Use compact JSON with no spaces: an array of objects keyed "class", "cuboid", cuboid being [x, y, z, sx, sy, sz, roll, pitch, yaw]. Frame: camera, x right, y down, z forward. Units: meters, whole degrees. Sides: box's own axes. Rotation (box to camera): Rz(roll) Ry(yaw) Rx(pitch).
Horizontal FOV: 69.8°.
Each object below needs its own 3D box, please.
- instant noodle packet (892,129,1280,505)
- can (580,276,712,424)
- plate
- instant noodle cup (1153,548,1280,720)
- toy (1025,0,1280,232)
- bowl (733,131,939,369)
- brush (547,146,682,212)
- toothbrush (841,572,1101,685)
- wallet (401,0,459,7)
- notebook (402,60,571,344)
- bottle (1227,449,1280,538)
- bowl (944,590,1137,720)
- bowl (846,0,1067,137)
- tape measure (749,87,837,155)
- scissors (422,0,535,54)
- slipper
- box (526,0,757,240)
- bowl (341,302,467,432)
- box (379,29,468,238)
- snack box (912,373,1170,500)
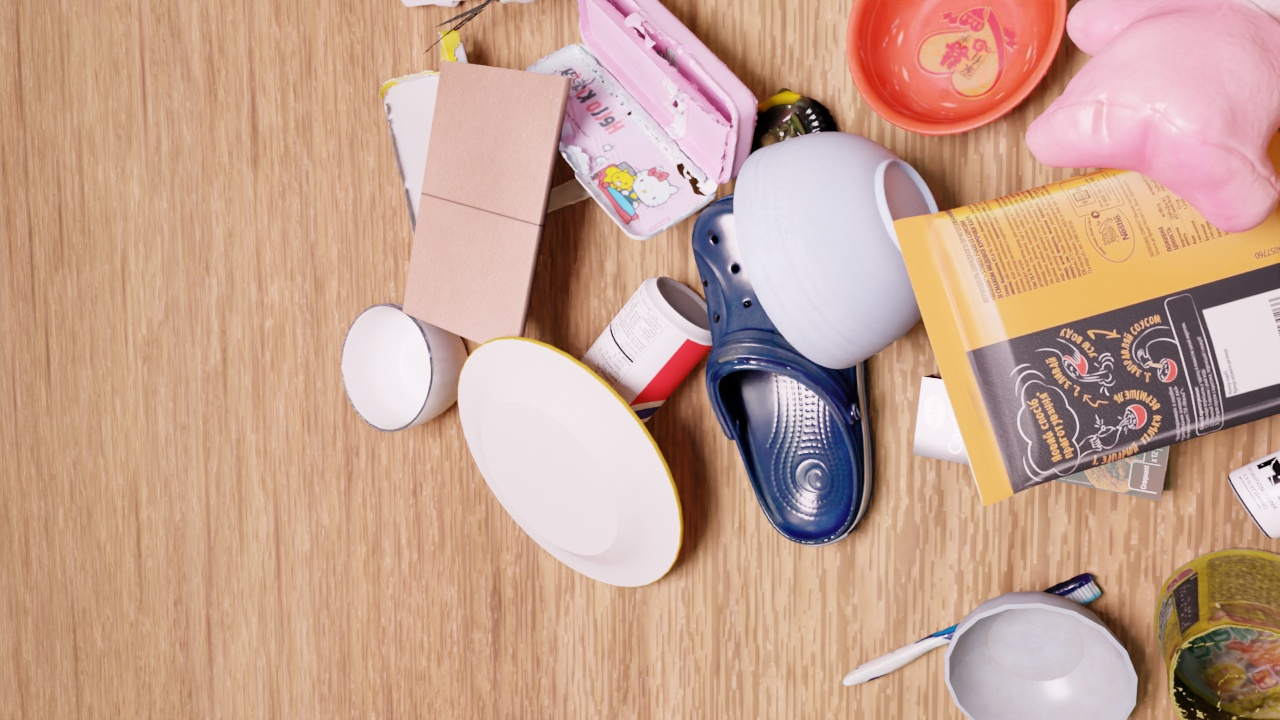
[{"class":"instant noodle packet","cuboid":[0.265,-0.030,0.496,0.221,0.032,0.159,-16,84,-1]},{"class":"can","cuboid":[-0.004,0.004,0.700,0.070,0.070,0.132,50,116,20]},{"class":"plate","cuboid":[-0.066,0.087,0.715,0.230,0.021,0.230,25,133,29]},{"class":"instant noodle cup","cuboid":[0.322,0.157,0.482,0.102,0.108,0.102,2,94,34]},{"class":"toy","cuboid":[0.297,-0.179,0.466,0.142,0.084,0.213,29,83,24]},{"class":"bowl","cuboid":[0.132,-0.076,0.553,0.075,0.150,0.150,-22,82,43]},{"class":"brush","cuboid":[-0.046,-0.142,0.751,0.218,0.012,0.033,-15,86,31]},{"class":"toothbrush","cuboid":[0.212,0.184,0.609,0.189,0.016,0.017,-35,85,29]},{"class":"wallet","cuboid":[-0.166,-0.353,0.802,0.116,0.032,0.086,15,91,33]},{"class":"notebook","cuboid":[-0.125,-0.122,0.720,0.141,0.008,0.209,20,104,36]},{"class":"bottle","cuboid":[0.377,0.051,0.480,0.116,0.041,0.041,-36,74,29]},{"class":"bowl","cuboid":[0.244,0.184,0.565,0.106,0.039,0.106,8,113,19]},{"class":"bowl","cuboid":[0.198,-0.204,0.571,0.131,0.045,0.130,3,95,32]},{"class":"tape measure","cuboid":[0.104,-0.152,0.639,0.063,0.038,0.067,-30,77,30]},{"class":"scissors","cuboid":[-0.099,-0.294,0.723,0.169,0.012,0.158,-49,35,-13]},{"class":"slipper","cuboid":[0.097,0.006,0.621,0.105,0.095,0.253,-13,93,35]},{"class":"box","cuboid":[-0.016,-0.190,0.659,0.201,0.103,0.101,53,160,28]},{"class":"bowl","cuboid":[-0.208,0.005,0.831,0.116,0.065,0.116,2,94,32]},{"class":"box","cuboid":[-0.168,-0.168,0.775,0.080,0.084,0.210,-14,77,-11]},{"class":"snack box","cuboid":[0.246,0.044,0.567,0.141,0.031,0.051,9,98,32]}]
